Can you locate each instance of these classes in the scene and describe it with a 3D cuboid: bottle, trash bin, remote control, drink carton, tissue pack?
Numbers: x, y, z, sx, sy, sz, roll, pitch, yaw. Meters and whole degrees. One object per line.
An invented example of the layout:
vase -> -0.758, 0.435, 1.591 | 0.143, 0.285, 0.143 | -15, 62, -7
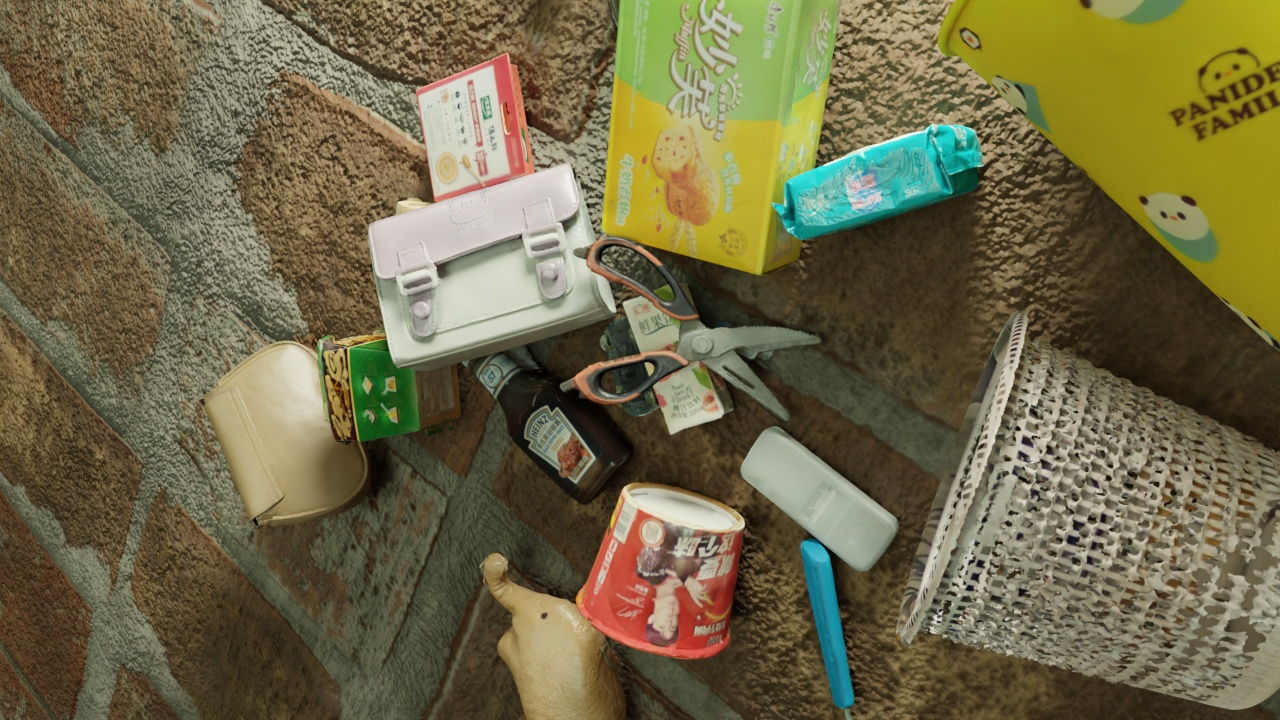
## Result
bottle -> -0.099, 0.047, 0.875 | 0.195, 0.043, 0.080 | 43, 118, 10
trash bin -> 0.285, 0.104, 0.563 | 0.192, 0.227, 0.228 | 20, 108, 17
remote control -> 0.146, 0.113, 0.756 | 0.136, 0.020, 0.056 | 38, 117, 22
drink carton -> 0.034, -0.003, 0.796 | 0.054, 0.045, 0.122 | -22, 87, 23
tissue pack -> 0.170, -0.126, 0.658 | 0.134, 0.093, 0.050 | -15, 93, 34
trash bin -> 0.331, -0.158, 0.478 | 0.230, 0.229, 0.255 | -44, 79, 30

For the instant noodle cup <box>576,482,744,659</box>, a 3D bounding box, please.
instant noodle cup -> 0.024, 0.173, 0.784 | 0.138, 0.137, 0.108 | 19, 100, 30

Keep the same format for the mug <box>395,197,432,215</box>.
mug -> -0.218, -0.107, 0.935 | 0.125, 0.084, 0.103 | 30, 114, 55

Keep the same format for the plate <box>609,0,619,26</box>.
plate -> 0.041, -0.331, 0.752 | 0.180, 0.024, 0.179 | 5, 100, 33

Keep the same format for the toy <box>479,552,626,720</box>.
toy -> -0.088, 0.293, 0.905 | 0.144, 0.082, 0.226 | -17, 86, 26

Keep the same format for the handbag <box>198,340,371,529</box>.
handbag -> -0.397, 0.089, 1.045 | 0.204, 0.147, 0.100 | 63, 160, 11

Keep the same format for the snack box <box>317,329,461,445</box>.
snack box -> -0.254, 0.025, 0.961 | 0.106, 0.118, 0.117 | -2, 97, 21

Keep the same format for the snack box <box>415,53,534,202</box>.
snack box -> -0.151, -0.220, 0.884 | 0.127, 0.044, 0.113 | -7, 93, 35

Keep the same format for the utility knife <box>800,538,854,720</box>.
utility knife -> 0.161, 0.241, 0.762 | 0.034, 0.018, 0.187 | -161, 58, -77

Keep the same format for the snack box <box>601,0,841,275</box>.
snack box -> 0.057, -0.187, 0.722 | 0.158, 0.069, 0.210 | 20, 117, 30

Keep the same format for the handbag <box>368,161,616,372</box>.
handbag -> -0.134, -0.083, 0.825 | 0.197, 0.098, 0.145 | -16, 81, 6

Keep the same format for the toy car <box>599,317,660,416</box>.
toy car -> -0.005, 0.005, 0.830 | 0.043, 0.034, 0.090 | -20, 84, 37

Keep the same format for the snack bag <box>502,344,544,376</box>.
snack bag -> -0.134, -0.015, 0.917 | 0.045, 0.026, 0.105 | -35, 81, 25

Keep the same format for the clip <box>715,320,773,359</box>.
clip -> 0.085, -0.016, 0.779 | 0.056, 0.026, 0.024 | 23, 107, 42

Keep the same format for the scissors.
scissors -> 0.031, -0.021, 0.755 | 0.227, 0.015, 0.189 | -16, 96, 11
